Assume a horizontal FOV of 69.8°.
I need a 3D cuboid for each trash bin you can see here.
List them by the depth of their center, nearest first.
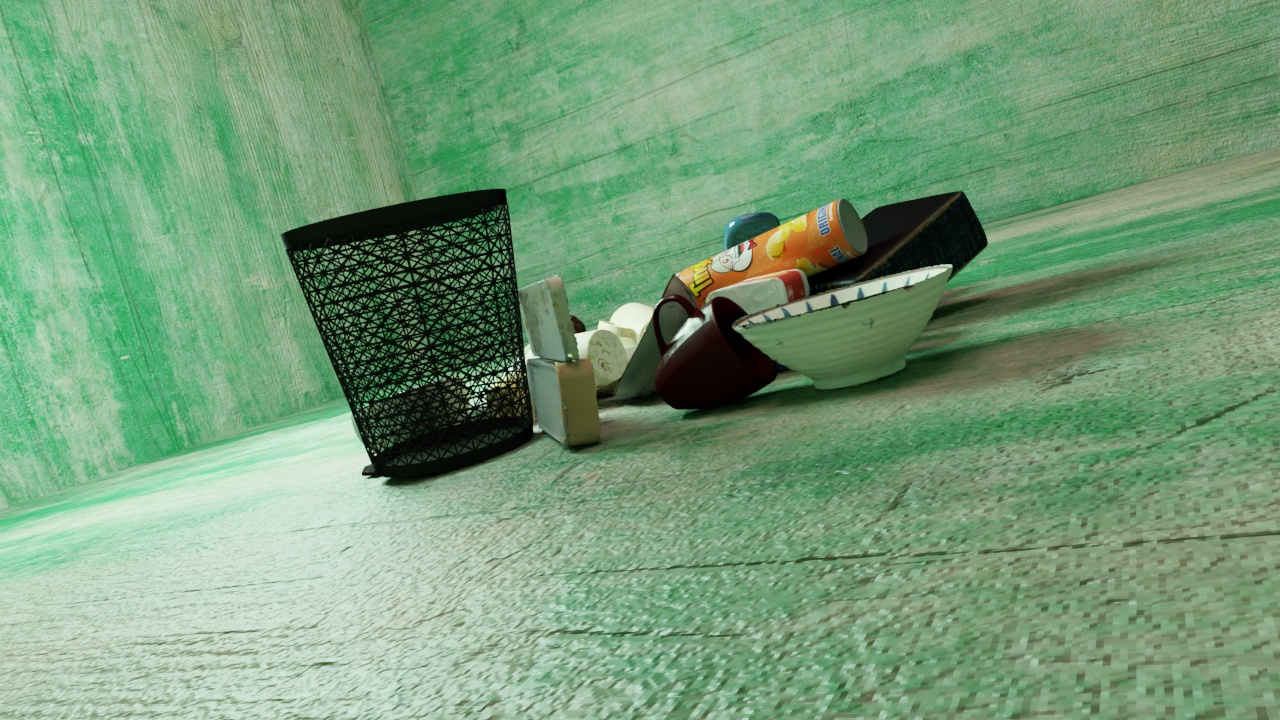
[{"bbox_3d":[-0.212,-0.026,0.911,0.217,0.243,0.217,-12,8,2],"label":"trash bin"}]

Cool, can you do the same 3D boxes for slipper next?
[{"bbox_3d":[0.167,-0.140,1.325,0.104,0.059,0.214,-11,-28,9],"label":"slipper"}]

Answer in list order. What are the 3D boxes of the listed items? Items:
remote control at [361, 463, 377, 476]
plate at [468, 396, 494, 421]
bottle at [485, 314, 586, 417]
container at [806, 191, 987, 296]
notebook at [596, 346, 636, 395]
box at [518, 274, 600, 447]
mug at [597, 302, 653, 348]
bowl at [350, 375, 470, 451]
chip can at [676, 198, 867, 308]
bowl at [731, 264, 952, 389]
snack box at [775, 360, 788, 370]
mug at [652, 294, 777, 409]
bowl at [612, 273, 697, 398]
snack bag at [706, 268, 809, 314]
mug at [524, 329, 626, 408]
[{"bbox_3d":[-0.242,0.102,1.003,0.124,0.010,0.039,-19,6,-41],"label":"remote control"},{"bbox_3d":[-0.194,0.061,1.252,0.173,0.019,0.172,-16,5,1],"label":"plate"},{"bbox_3d":[-0.119,0.006,1.096,0.057,0.056,0.161,-11,30,39],"label":"bottle"},{"bbox_3d":[0.263,-0.104,1.009,0.187,0.071,0.145,-38,17,-21],"label":"container"},{"bbox_3d":[-0.009,0.007,1.178,0.191,0.034,0.214,-11,7,34],"label":"notebook"},{"bbox_3d":[-0.081,-0.002,0.866,0.042,0.148,0.216,-3,3,-14],"label":"box"},{"bbox_3d":[-0.006,-0.040,1.341,0.111,0.085,0.104,10,5,-24],"label":"mug"},{"bbox_3d":[-0.260,0.070,1.061,0.132,0.064,0.132,-20,-1,-1],"label":"bowl"},{"bbox_3d":[0.138,-0.106,1.001,0.211,0.062,0.062,-22,1,34],"label":"chip can"},{"bbox_3d":[0.168,-0.020,0.738,0.177,0.071,0.177,-16,5,1],"label":"bowl"},{"bbox_3d":[0.099,-0.017,0.994,0.059,0.059,0.227,-14,4,-21],"label":"snack box"},{"bbox_3d":[0.048,-0.006,0.792,0.089,0.114,0.086,-36,12,27],"label":"mug"},{"bbox_3d":[0.028,-0.015,0.974,0.057,0.151,0.150,26,9,3],"label":"bowl"},{"bbox_3d":[0.120,-0.065,0.921,0.077,0.036,0.115,-11,6,24],"label":"snack bag"},{"bbox_3d":[-0.076,0.020,1.019,0.097,0.081,0.121,-19,35,42],"label":"mug"}]
